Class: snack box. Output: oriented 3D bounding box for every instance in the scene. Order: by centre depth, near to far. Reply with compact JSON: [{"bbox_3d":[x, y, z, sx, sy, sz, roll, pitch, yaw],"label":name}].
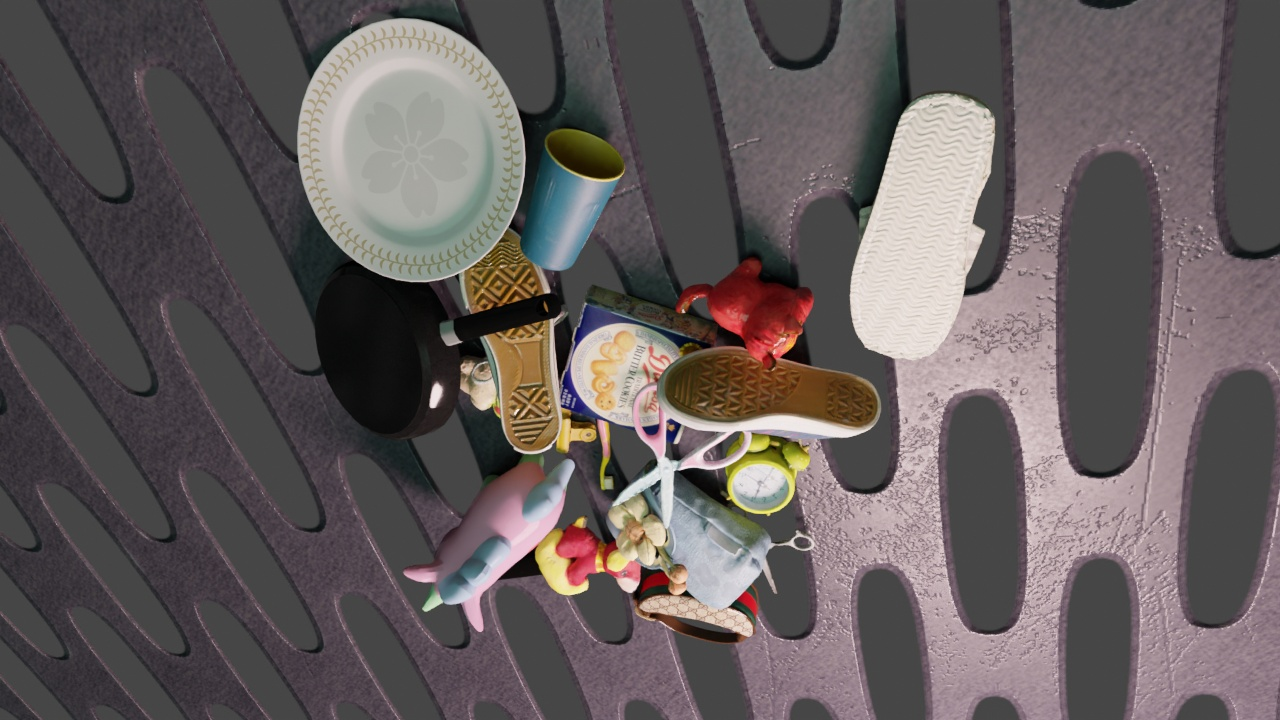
[{"bbox_3d":[-0.006,0.006,0.992,0.145,0.042,0.145,18,125,0],"label":"snack box"}]

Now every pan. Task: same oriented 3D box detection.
[{"bbox_3d":[-0.219,-0.022,0.934,0.357,0.044,0.204,-11,99,40],"label":"pan"}]

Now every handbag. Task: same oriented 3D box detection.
[{"bbox_3d":[0.049,0.213,1.077,0.192,0.118,0.122,38,124,-1],"label":"handbag"},{"bbox_3d":[0.068,0.321,1.187,0.166,0.063,0.139,10,135,6],"label":"handbag"}]

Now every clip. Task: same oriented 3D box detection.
[{"bbox_3d":[-0.078,0.084,1.071,0.048,0.045,0.054,25,128,25],"label":"clip"}]

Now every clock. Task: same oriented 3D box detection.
[{"bbox_3d":[0.140,0.117,1.031,0.083,0.057,0.119,20,119,-2],"label":"clock"}]

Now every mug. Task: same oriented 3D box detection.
[{"bbox_3d":[-0.072,-0.150,0.884,0.078,0.078,0.122,23,130,-5],"label":"mug"}]

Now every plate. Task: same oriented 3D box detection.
[{"bbox_3d":[-0.219,-0.196,0.873,0.243,0.016,0.243,4,104,17],"label":"plate"}]

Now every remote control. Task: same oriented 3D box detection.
[{"bbox_3d":[-0.151,0.273,1.220,0.152,0.020,0.041,-9,121,14],"label":"remote control"}]

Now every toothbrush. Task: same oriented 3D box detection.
[{"bbox_3d":[-0.041,0.105,1.082,0.016,0.021,0.136,3,128,5],"label":"toothbrush"}]

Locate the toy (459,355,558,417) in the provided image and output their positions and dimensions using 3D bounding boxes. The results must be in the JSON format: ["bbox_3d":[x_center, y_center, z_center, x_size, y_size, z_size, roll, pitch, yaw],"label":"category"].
[{"bbox_3d":[-0.155,0.029,1.039,0.118,0.043,0.092,21,126,-1],"label":"toy"}]

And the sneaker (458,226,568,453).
[{"bbox_3d":[-0.130,-0.023,0.967,0.118,0.088,0.241,-11,96,-3],"label":"sneaker"}]

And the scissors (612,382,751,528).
[{"bbox_3d":[0.046,0.104,0.990,0.168,0.014,0.171,-2,106,-3],"label":"scissors"}]

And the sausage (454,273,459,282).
[{"bbox_3d":[-0.184,-0.083,0.982,0.020,0.020,0.155,-17,119,21],"label":"sausage"}]

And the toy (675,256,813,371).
[{"bbox_3d":[0.101,-0.047,0.904,0.133,0.093,0.088,15,126,3],"label":"toy"}]

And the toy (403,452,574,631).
[{"bbox_3d":[-0.167,0.202,1.082,0.223,0.170,0.120,-36,111,30],"label":"toy"}]

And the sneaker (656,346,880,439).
[{"bbox_3d":[0.127,0.041,0.957,0.235,0.087,0.079,6,161,-12],"label":"sneaker"}]

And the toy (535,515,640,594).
[{"bbox_3d":[-0.067,0.247,1.162,0.137,0.067,0.105,-2,104,15],"label":"toy"}]

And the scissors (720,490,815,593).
[{"bbox_3d":[0.141,0.223,1.129,0.142,0.014,0.175,-23,114,31],"label":"scissors"}]

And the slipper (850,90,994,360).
[{"bbox_3d":[0.258,-0.119,0.845,0.114,0.053,0.273,8,130,11],"label":"slipper"}]
